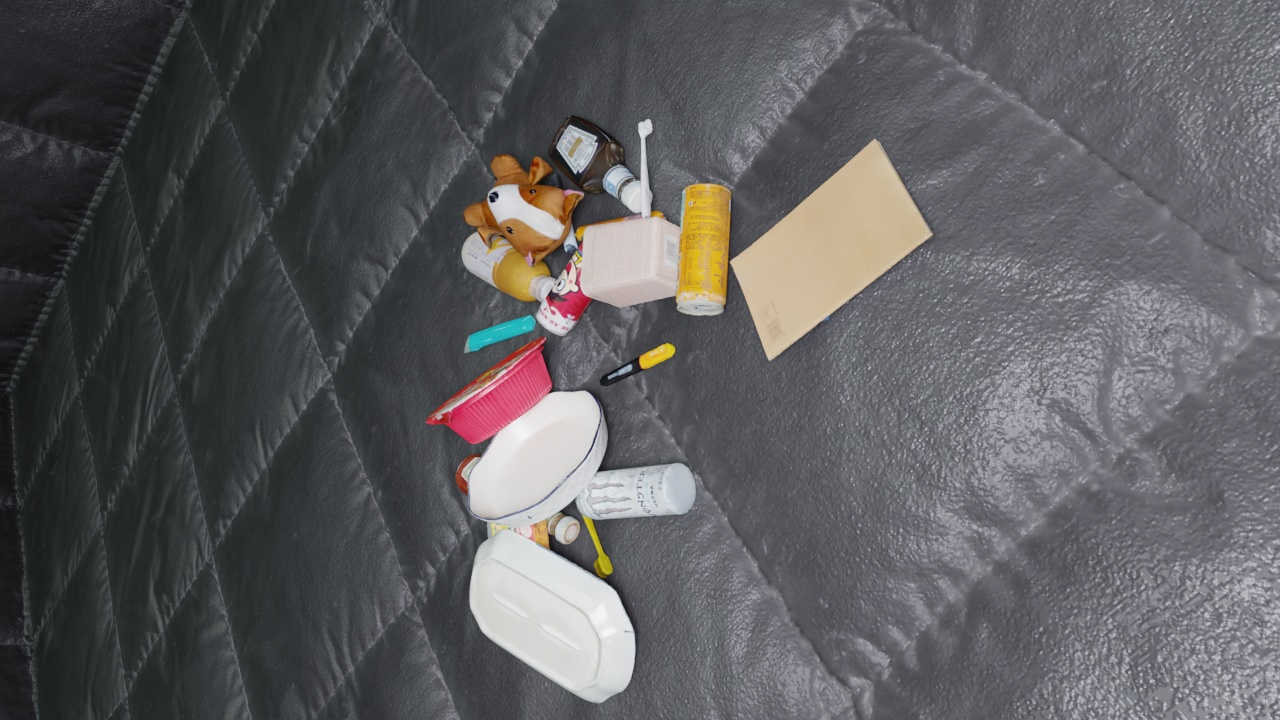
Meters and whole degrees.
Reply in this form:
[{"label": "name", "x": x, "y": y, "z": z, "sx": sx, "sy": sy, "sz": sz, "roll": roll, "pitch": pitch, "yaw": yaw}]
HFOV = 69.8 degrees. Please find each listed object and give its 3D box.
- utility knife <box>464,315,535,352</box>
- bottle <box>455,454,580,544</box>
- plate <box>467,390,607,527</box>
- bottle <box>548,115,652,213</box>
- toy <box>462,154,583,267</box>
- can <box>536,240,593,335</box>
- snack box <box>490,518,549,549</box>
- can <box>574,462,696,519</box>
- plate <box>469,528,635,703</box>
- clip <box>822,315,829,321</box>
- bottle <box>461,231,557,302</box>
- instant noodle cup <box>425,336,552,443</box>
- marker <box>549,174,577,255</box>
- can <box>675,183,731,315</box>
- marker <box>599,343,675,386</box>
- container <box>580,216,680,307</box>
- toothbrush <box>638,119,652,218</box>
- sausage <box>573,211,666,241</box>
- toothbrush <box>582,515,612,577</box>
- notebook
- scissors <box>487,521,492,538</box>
[{"label": "utility knife", "x": -0.206, "y": -0.038, "z": 1.338, "sx": 0.152, "sy": 0.012, "sz": 0.029, "roll": -15, "pitch": 73, "yaw": 38}, {"label": "bottle", "x": -0.162, "y": 0.185, "z": 1.211, "sx": 0.206, "sy": 0.059, "sz": 0.060, "roll": 22, "pitch": 95, "yaw": 37}, {"label": "plate", "x": -0.124, "y": 0.125, "z": 1.141, "sx": 0.205, "sy": 0.045, "sz": 0.204, "roll": -27, "pitch": 32, "yaw": 18}, {"label": "bottle", "x": -0.051, "y": -0.257, "z": 1.223, "sx": 0.195, "sy": 0.044, "sz": 0.080, "roll": 46, "pitch": 112, "yaw": 38}, {"label": "toy", "x": -0.161, "y": -0.206, "z": 1.246, "sx": 0.199, "sy": 0.130, "sz": 0.140, "roll": 41, "pitch": 105, "yaw": 45}, {"label": "can", "x": -0.083, "y": -0.098, "z": 1.207, "sx": 0.133, "sy": 0.053, "sz": 0.053, "roll": -54, "pitch": 50, "yaw": 19}, {"label": "snack box", "x": -0.147, "y": 0.272, "z": 1.165, "sx": 0.077, "sy": 0.027, "sz": 0.156, "roll": -2, "pitch": 97, "yaw": 38}, {"label": "can", "x": -0.007, "y": 0.154, "z": 1.074, "sx": 0.147, "sy": 0.058, "sz": 0.058, "roll": -12, "pitch": 72, "yaw": 40}, {"label": "plate", "x": -0.120, "y": 0.311, "z": 1.110, "sx": 0.266, "sy": 0.034, "sz": 0.162, "roll": 22, "pitch": 111, "yaw": 33}, {"label": "clip", "x": 0.188, "y": -0.070, "z": 0.975, "sx": 0.027, "sy": 0.045, "sz": 0.058, "roll": -11, "pitch": 67, "yaw": 42}, {"label": "bottle", "x": -0.182, "y": -0.129, "z": 1.297, "sx": 0.190, "sy": 0.068, "sz": 0.068, "roll": 31, "pitch": 101, "yaw": 43}, {"label": "instant noodle cup", "x": -0.187, "y": 0.048, "z": 1.210, "sx": 0.194, "sy": 0.193, "sz": 0.066, "roll": -28, "pitch": 100, "yaw": 35}, {"label": "marker", "x": -0.108, "y": -0.204, "z": 1.282, "sx": 0.023, "sy": 0.018, "sz": 0.130, "roll": -48, "pitch": 49, "yaw": 51}, {"label": "can", "x": 0.074, "y": -0.129, "z": 1.066, "sx": 0.058, "sy": 0.058, "sz": 0.146, "roll": -5, "pitch": 77, "yaw": 42}, {"label": "marker", "x": -0.007, "y": 0.007, "z": 1.138, "sx": 0.124, "sy": 0.015, "sz": 0.018, "roll": -26, "pitch": 59, "yaw": 38}, {"label": "container", "x": -0.001, "y": -0.120, "z": 1.115, "sx": 0.111, "sy": 0.089, "sz": 0.090, "roll": -5, "pitch": 76, "yaw": 38}, {"label": "toothbrush", "x": 0.008, "y": -0.240, "z": 1.154, "sx": 0.016, "sy": 0.016, "sz": 0.179, "roll": -24, "pitch": 48, "yaw": 30}, {"label": "sausage", "x": -0.029, "y": -0.174, "z": 1.197, "sx": 0.165, "sy": 0.021, "sz": 0.021, "roll": -3, "pitch": 78, "yaw": 43}, {"label": "toothbrush", "x": -0.075, "y": 0.187, "z": 1.159, "sx": 0.017, "sy": 0.015, "sz": 0.190, "roll": -48, "pitch": 52, "yaw": 32}, {"label": "notebook", "x": 0.191, "y": -0.115, "z": 0.965, "sx": 0.212, "sy": 0.012, "sz": 0.149, "roll": -40, "pitch": 45, "yaw": 29}, {"label": "scissors", "x": -0.196, "y": 0.255, "z": 1.259, "sx": 0.125, "sy": 0.012, "sz": 0.173, "roll": 12, "pitch": 87, "yaw": 46}]
